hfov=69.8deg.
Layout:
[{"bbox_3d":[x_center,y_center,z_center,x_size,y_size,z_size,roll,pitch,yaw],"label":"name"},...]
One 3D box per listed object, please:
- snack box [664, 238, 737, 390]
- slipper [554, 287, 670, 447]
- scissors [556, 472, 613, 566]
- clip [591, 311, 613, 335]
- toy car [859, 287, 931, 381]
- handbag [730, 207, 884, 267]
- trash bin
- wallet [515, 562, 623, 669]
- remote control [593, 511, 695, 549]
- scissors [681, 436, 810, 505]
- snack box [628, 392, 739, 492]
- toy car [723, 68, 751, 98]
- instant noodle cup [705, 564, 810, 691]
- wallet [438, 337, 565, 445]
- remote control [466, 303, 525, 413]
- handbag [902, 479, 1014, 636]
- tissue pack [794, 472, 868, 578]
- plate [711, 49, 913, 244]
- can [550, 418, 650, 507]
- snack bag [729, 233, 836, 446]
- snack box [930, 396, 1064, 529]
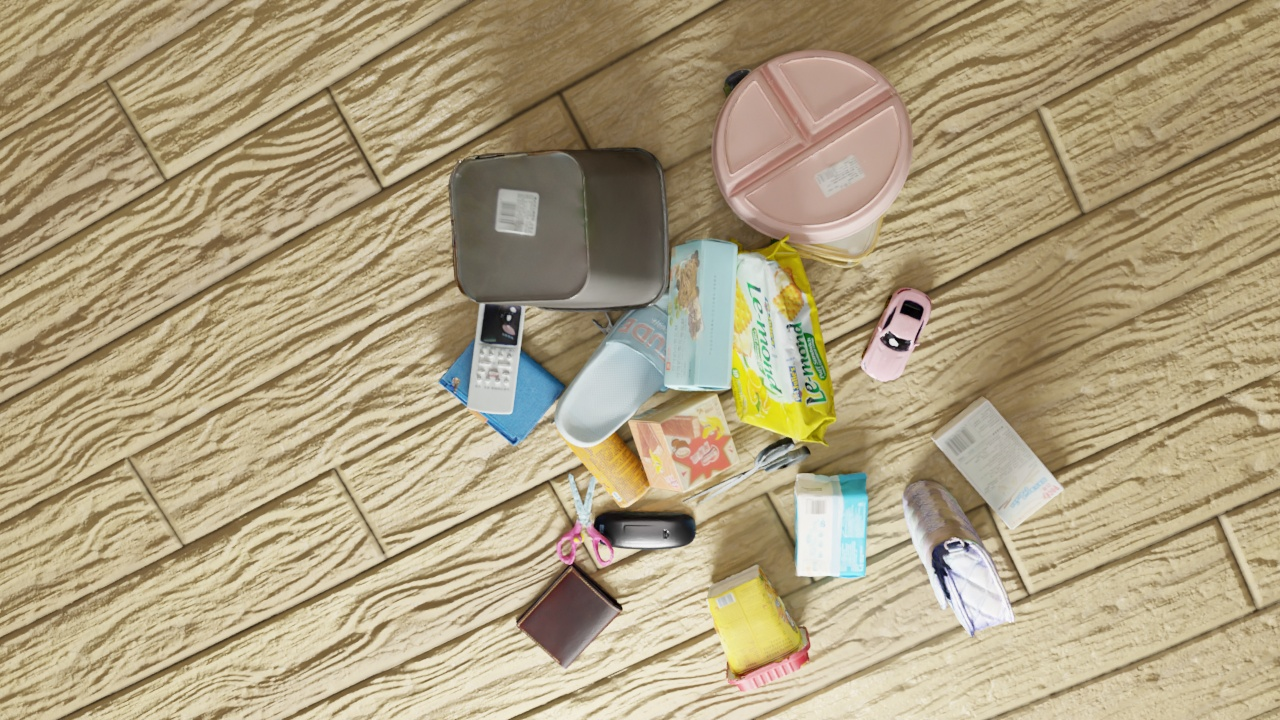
[{"bbox_3d":[0.070,-0.052,1.072,0.051,0.074,0.175,5,87,-27],"label":"snack box"},{"bbox_3d":[-0.007,0.007,1.121,0.245,0.074,0.104,-46,101,-8],"label":"slipper"},{"bbox_3d":[-0.067,0.213,1.210,0.105,0.017,0.136,19,102,20],"label":"scissors"},{"bbox_3d":[-0.037,-0.036,1.166,0.029,0.024,0.057,-36,91,8],"label":"clip"},{"bbox_3d":[0.318,-0.031,1.139,0.056,0.037,0.122,22,102,0],"label":"toy car"},{"bbox_3d":[0.200,-0.204,1.088,0.179,0.063,0.163,13,86,7],"label":"handbag"},{"bbox_3d":[-0.092,-0.148,1.027,0.199,0.219,0.198,-1,96,18],"label":"trash bin"},{"bbox_3d":[-0.097,0.347,1.245,0.096,0.020,0.122,42,101,0],"label":"wallet"},{"bbox_3d":[0.005,0.226,1.212,0.136,0.024,0.053,-1,100,4],"label":"remote control"},{"bbox_3d":[0.140,0.143,1.167,0.173,0.160,0.014,-11,61,-23],"label":"scissors"},{"bbox_3d":[0.054,0.100,1.139,0.092,0.077,0.094,-24,101,-29],"label":"snack box"},{"bbox_3d":[0.131,-0.303,1.098,0.042,0.035,0.090,-25,90,5],"label":"toy car"},{"bbox_3d":[0.146,0.342,1.188,0.116,0.116,0.123,-26,86,7],"label":"instant noodle cup"},{"bbox_3d":[-0.178,0.032,1.179,0.133,0.040,0.106,40,92,-3],"label":"wallet"},{"bbox_3d":[-0.180,-0.008,1.150,0.058,0.021,0.150,6,90,-4],"label":"remote control"},{"bbox_3d":[0.375,0.235,1.106,0.076,0.193,0.134,-23,98,10],"label":"handbag"},{"bbox_3d":[0.243,0.212,1.176,0.090,0.063,0.140,0,99,5],"label":"tissue pack"},{"bbox_3d":[0.195,-0.248,1.050,0.230,0.028,0.229,-1,86,9],"label":"plate"},{"bbox_3d":[-0.048,0.117,1.177,0.058,0.058,0.146,-39,96,9],"label":"can"},{"bbox_3d":[0.158,-0.026,1.094,0.068,0.158,0.246,-16,101,-19],"label":"snack bag"},{"bbox_3d":[0.453,0.130,1.166,0.085,0.027,0.157,-41,96,9],"label":"snack box"}]
